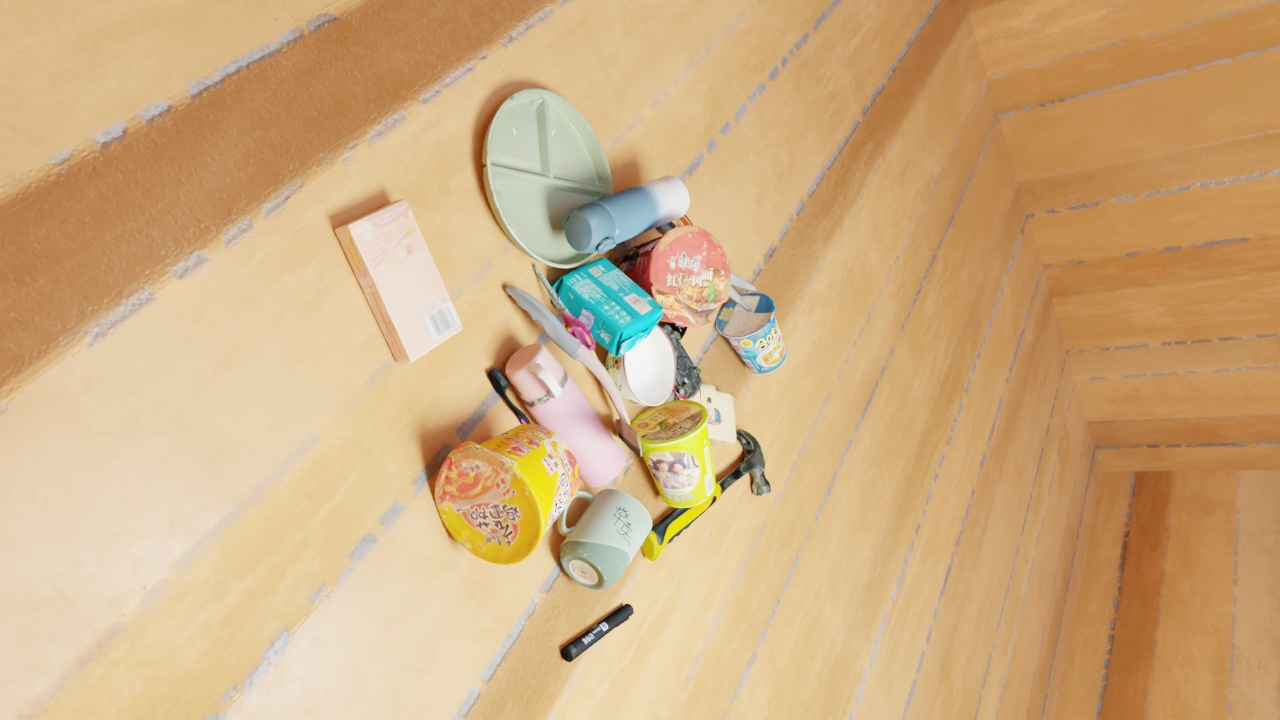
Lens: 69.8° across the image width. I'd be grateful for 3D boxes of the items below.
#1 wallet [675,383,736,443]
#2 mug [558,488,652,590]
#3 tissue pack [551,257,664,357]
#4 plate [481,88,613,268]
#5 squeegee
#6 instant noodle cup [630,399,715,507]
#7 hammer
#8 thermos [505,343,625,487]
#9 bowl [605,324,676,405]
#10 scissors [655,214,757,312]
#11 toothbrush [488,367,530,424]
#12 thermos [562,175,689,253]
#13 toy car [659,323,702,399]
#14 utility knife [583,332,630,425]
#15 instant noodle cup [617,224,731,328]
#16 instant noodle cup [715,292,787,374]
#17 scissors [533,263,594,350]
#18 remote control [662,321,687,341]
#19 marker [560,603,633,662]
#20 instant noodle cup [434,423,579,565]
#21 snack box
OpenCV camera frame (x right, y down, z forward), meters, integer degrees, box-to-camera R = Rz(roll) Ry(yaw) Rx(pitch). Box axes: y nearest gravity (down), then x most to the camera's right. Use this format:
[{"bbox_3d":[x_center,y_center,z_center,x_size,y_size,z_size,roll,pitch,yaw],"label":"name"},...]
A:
[{"bbox_3d":[0.100,0.076,1.391,0.115,0.024,0.087,14,64,-36],"label":"wallet"},{"bbox_3d":[-0.056,0.218,1.155,0.112,0.082,0.106,41,49,-3],"label":"mug"},{"bbox_3d":[-0.044,-0.072,1.180,0.133,0.050,0.093,42,44,16],"label":"tissue pack"},{"bbox_3d":[-0.117,-0.230,1.171,0.229,0.028,0.230,9,79,-50],"label":"plate"},{"bbox_3d":[-0.076,0.000,1.123,0.040,0.248,0.249,-39,96,-5],"label":"squeegee"},{"bbox_3d":[0.053,0.136,1.282,0.111,0.112,0.123,-44,128,-45],"label":"instant noodle cup"},{"bbox_3d":[0.101,0.203,1.384,0.322,0.032,0.126,-28,107,-49],"label":"hammer"},{"bbox_3d":[-0.087,0.070,1.123,0.067,0.087,0.199,-41,122,-16],"label":"thermos"},{"bbox_3d":[-0.007,0.007,1.249,0.113,0.062,0.113,10,77,-49],"label":"bowl"},{"bbox_3d":[0.086,-0.134,1.385,0.189,0.022,0.229,-43,108,-35],"label":"scissors"},{"bbox_3d":[-0.133,0.084,1.121,0.189,0.014,0.017,61,35,-27],"label":"toothbrush"},{"bbox_3d":[-0.017,-0.193,1.218,0.219,0.070,0.070,-32,110,-49],"label":"thermos"},{"bbox_3d":[0.046,0.003,1.329,0.120,0.045,0.052,57,48,-23],"label":"toy car"},{"bbox_3d":[-0.045,0.029,1.215,0.018,0.031,0.166,-34,105,-10],"label":"utility knife"},{"bbox_3d":[0.038,-0.114,1.264,0.137,0.109,0.138,0,90,-35],"label":"instant noodle cup"},{"bbox_3d":[0.187,-0.037,1.480,0.110,0.099,0.099,58,45,-40],"label":"instant noodle cup"},{"bbox_3d":[-0.099,-0.065,1.152,0.017,0.057,0.133,-31,89,-32],"label":"scissors"},{"bbox_3d":[0.060,-0.086,1.376,0.053,0.024,0.136,48,49,-31],"label":"remote control"},{"bbox_3d":[-0.054,0.350,1.182,0.131,0.020,0.022,-21,131,-52],"label":"marker"},{"bbox_3d":[-0.139,0.139,1.017,0.109,0.138,0.138,-38,114,-56],"label":"instant noodle cup"},{"bbox_3d":[-0.255,-0.084,0.980,0.084,0.026,0.157,-40,116,-46],"label":"snack box"}]
